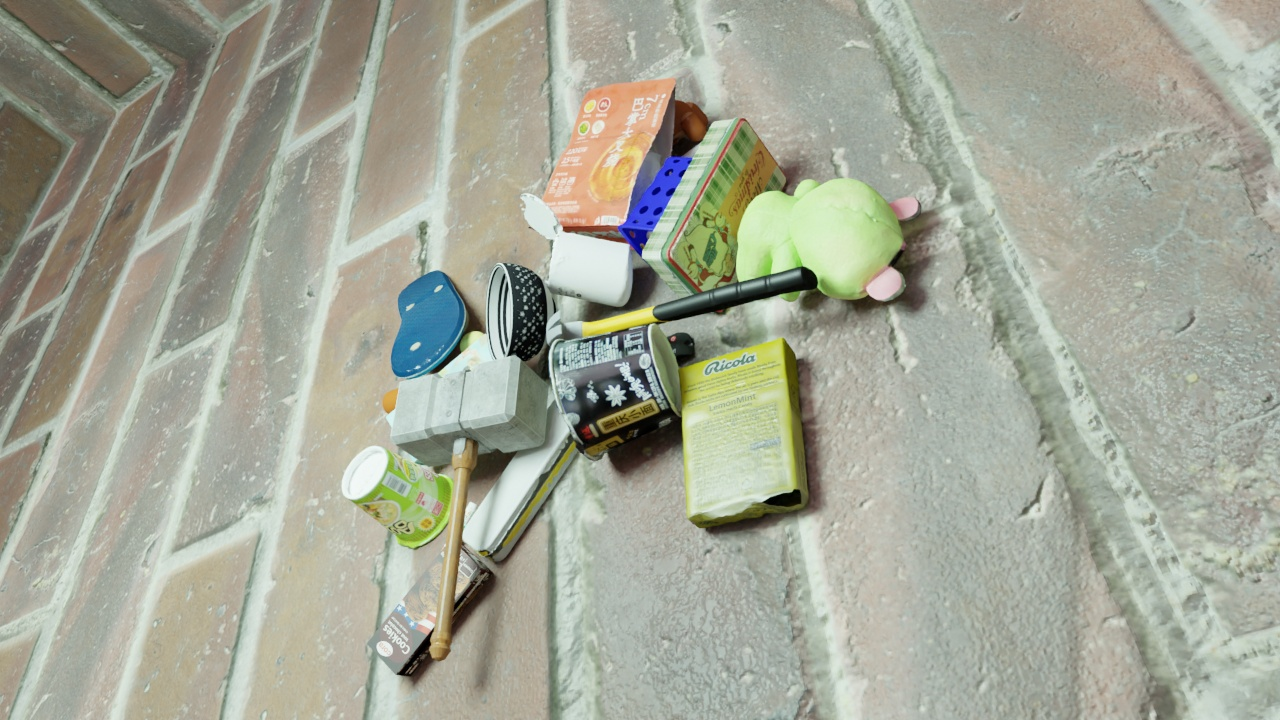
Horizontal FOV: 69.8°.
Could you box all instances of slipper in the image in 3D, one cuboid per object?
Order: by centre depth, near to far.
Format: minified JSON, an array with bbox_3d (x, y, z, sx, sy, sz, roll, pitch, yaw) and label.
[{"bbox_3d":[-0.290,-0.048,1.290,0.118,0.060,0.294,-35,30,3],"label":"slipper"}]

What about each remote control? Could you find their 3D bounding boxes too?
[{"bbox_3d":[-0.006,0.006,1.058,0.147,0.015,0.033,-23,47,22],"label":"remote control"}]

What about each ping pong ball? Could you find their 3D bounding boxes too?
[{"bbox_3d":[-0.221,-0.019,1.223,0.040,0.040,0.040,-20,48,24],"label":"ping pong ball"}]

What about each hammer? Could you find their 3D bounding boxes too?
[{"bbox_3d":[0.033,-0.052,0.979,0.324,0.127,0.029,-13,74,34],"label":"hammer"},{"bbox_3d":[-0.196,0.160,0.984,0.163,0.083,0.317,-12,56,21],"label":"hammer"}]

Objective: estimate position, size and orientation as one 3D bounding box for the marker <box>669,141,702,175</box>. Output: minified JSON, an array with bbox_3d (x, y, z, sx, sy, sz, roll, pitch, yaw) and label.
[{"bbox_3d":[0.044,-0.253,1.217,0.134,0.017,0.020,-34,6,12],"label":"marker"}]

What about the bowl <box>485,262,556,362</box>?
[{"bbox_3d":[-0.137,-0.054,1.085,0.120,0.066,0.120,179,90,-67],"label":"bowl"}]

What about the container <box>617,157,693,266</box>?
[{"bbox_3d":[0.047,-0.177,1.109,0.085,0.084,0.113,17,68,45],"label":"container"}]

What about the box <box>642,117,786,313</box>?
[{"bbox_3d":[0.088,-0.165,1.046,0.051,0.117,0.205,8,62,43],"label":"box"}]

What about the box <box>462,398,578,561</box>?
[{"bbox_3d":[-0.125,0.128,1.040,0.064,0.037,0.209,22,73,47],"label":"box"}]

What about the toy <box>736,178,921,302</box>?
[{"bbox_3d":[0.185,-0.131,0.959,0.197,0.107,0.149,-5,54,46],"label":"toy"}]

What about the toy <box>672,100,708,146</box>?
[{"bbox_3d":[0.028,-0.298,1.241,0.128,0.065,0.094,-35,14,27],"label":"toy"}]

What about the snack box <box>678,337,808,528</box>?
[{"bbox_3d":[0.101,0.074,0.904,0.121,0.045,0.180,-18,51,24],"label":"snack box"}]

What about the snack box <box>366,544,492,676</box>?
[{"bbox_3d":[-0.229,0.270,1.001,0.051,0.032,0.140,35,82,26],"label":"snack box"}]

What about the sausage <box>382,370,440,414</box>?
[{"bbox_3d":[-0.278,0.038,1.223,0.165,0.039,0.044,-21,29,23],"label":"sausage"}]

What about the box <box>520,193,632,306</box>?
[{"bbox_3d":[-0.083,-0.136,1.127,0.156,0.084,0.125,9,72,-6],"label":"box"}]

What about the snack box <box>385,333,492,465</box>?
[{"bbox_3d":[-0.228,0.050,1.148,0.175,0.053,0.075,-39,70,5],"label":"snack box"}]

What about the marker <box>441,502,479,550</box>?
[{"bbox_3d":[-0.226,0.230,1.052,0.017,0.017,0.145,10,65,42],"label":"marker"}]

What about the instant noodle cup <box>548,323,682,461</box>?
[{"bbox_3d":[-0.019,0.026,0.973,0.112,0.137,0.137,-19,48,15],"label":"instant noodle cup"}]

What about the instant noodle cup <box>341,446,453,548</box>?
[{"bbox_3d":[-0.291,0.156,1.093,0.099,0.108,0.098,-21,46,23],"label":"instant noodle cup"}]

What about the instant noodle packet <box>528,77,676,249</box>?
[{"bbox_3d":[-0.042,-0.262,1.197,0.165,0.084,0.220,6,81,41],"label":"instant noodle packet"}]
